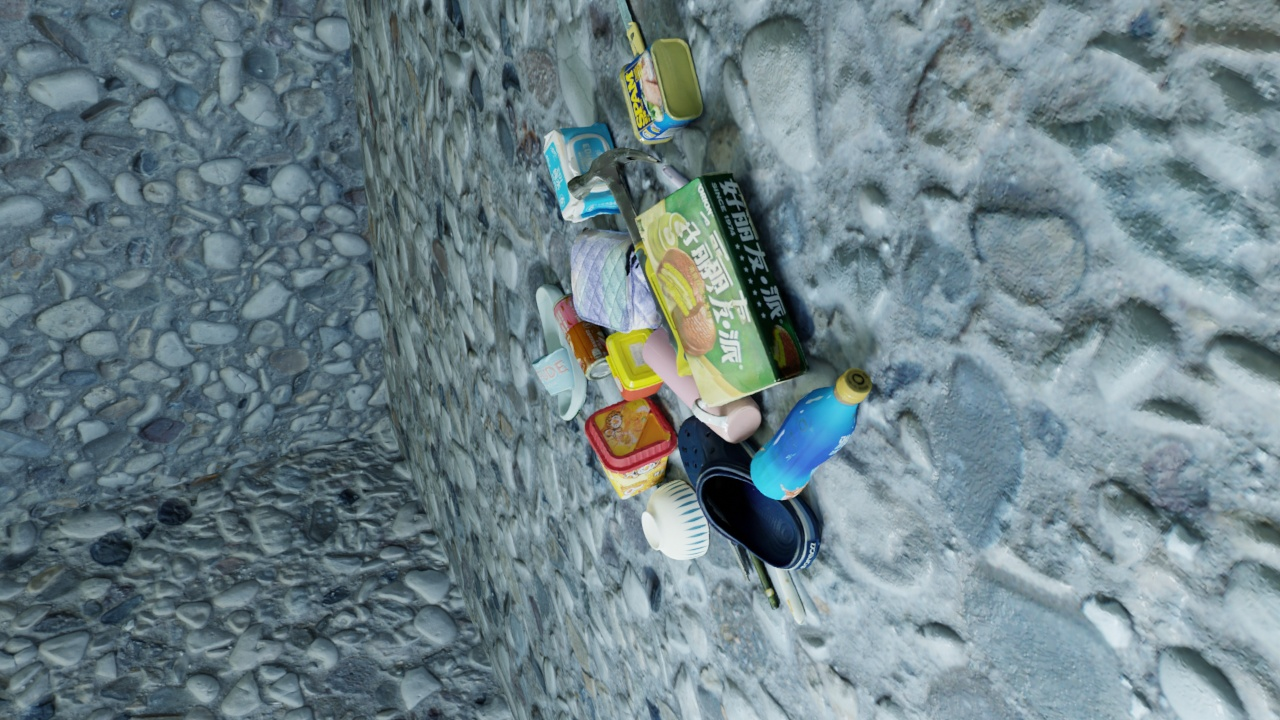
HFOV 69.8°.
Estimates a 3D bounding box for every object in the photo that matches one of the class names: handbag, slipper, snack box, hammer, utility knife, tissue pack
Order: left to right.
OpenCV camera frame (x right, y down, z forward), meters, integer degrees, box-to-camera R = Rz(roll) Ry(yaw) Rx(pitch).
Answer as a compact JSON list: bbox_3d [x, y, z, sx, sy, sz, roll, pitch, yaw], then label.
[{"bbox_3d":[-0.153,-0.013,1.621,0.104,0.074,0.245,-10,93,65],"label":"slipper"},{"bbox_3d":[-0.074,-0.264,1.290,0.063,0.089,0.140,-33,73,66],"label":"tissue pack"},{"bbox_3d":[-0.031,-0.116,1.299,0.194,0.075,0.134,22,118,60],"label":"handbag"},{"bbox_3d":[-0.008,0.008,1.313,0.080,0.082,0.091,106,144,-65],"label":"snack box"},{"bbox_3d":[0.002,-0.378,1.158,0.031,0.021,0.198,-29,72,59],"label":"utility knife"},{"bbox_3d":[0.012,-0.131,1.154,0.126,0.031,0.323,-33,67,24],"label":"hammer"},{"bbox_3d":[0.088,-0.077,1.019,0.115,0.063,0.240,-24,85,47],"label":"snack box"},{"bbox_3d":[0.110,0.161,1.103,0.253,0.095,0.105,45,123,43],"label":"slipper"}]

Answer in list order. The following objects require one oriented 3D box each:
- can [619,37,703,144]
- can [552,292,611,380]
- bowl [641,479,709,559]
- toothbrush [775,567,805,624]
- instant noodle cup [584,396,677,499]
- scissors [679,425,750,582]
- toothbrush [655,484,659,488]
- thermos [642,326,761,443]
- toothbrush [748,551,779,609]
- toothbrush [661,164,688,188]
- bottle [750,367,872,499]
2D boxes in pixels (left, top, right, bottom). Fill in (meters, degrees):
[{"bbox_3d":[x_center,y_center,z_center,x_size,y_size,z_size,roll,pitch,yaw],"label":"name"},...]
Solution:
[{"bbox_3d":[0.025,-0.319,1.084,0.083,0.057,0.102,-13,91,64],"label":"can"},{"bbox_3d":[-0.091,-0.039,1.489,0.147,0.057,0.058,60,152,30],"label":"can"},{"bbox_3d":[0.044,0.238,1.340,0.116,0.066,0.117,44,141,50],"label":"bowl"},{"bbox_3d":[0.163,0.236,1.142,0.018,0.016,0.191,112,139,-69],"label":"toothbrush"},{"bbox_3d":[-0.013,0.134,1.366,0.116,0.116,0.124,57,161,36],"label":"instant noodle cup"},{"bbox_3d":[0.098,0.197,1.248,0.197,0.015,0.205,-132,23,-60],"label":"scissors"},{"bbox_3d":[-0.002,0.152,1.451,0.191,0.018,0.016,61,153,29],"label":"toothbrush"},{"bbox_3d":[0.068,0.028,1.147,0.198,0.087,0.067,49,126,48],"label":"thermos"},{"bbox_3d":[0.137,0.235,1.194,0.012,0.017,0.185,104,146,-69],"label":"toothbrush"},{"bbox_3d":[0.072,-0.192,1.099,0.029,0.021,0.189,-51,44,14],"label":"toothbrush"},{"bbox_3d":[0.179,0.076,0.956,0.065,0.065,0.219,65,154,24],"label":"bottle"}]
